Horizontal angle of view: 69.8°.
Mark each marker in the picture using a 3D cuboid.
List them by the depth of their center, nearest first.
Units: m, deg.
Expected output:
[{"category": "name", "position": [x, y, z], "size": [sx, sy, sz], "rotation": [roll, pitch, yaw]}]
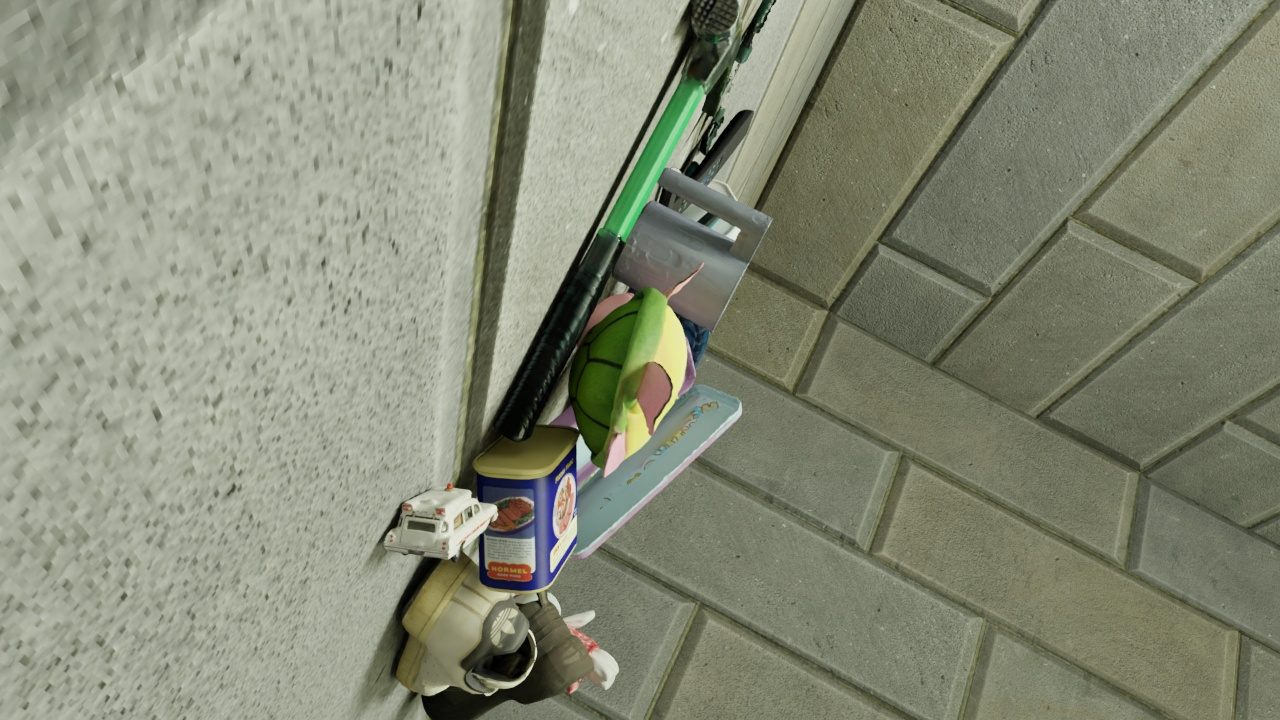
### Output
[{"category": "marker", "position": [0.020, -0.137, 0.863], "size": [0.021, 0.017, 0.124], "rotation": [-26, 160, -20]}]

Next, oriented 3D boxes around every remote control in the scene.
[{"category": "remote control", "position": [0.067, -0.194, 0.912], "size": [0.151, 0.020, 0.041], "rotation": [-53, 172, -24]}]

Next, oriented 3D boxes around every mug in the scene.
[{"category": "mug", "position": [0.045, -0.099, 0.809], "size": [0.083, 0.104, 0.124], "rotation": [-57, 174, -47]}]

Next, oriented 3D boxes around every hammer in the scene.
[{"category": "hammer", "position": [-0.017, -0.087, 0.630], "size": [0.319, 0.032, 0.130], "rotation": [-62, 177, 6]}]

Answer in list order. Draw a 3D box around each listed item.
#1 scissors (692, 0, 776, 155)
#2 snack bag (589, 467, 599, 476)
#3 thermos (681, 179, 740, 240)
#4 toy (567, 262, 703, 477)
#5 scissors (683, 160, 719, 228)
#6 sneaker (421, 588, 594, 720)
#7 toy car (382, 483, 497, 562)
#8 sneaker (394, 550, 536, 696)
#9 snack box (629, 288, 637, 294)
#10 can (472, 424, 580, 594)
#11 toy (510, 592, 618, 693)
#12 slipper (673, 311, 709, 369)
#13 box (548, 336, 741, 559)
[{"category": "scissors", "position": [0.095, -0.281, 0.880], "size": [0.201, 0.015, 0.201], "rotation": [-62, 179, -1]}, {"category": "snack bag", "position": [-0.071, 0.107, 0.985], "size": [0.099, 0.020, 0.026], "rotation": [21, 94, -44]}, {"category": "thermos", "position": [0.081, -0.150, 1.101], "size": [0.099, 0.099, 0.220], "rotation": [-62, 172, -2]}, {"category": "toy", "position": [-0.010, 0.007, 0.706], "size": [0.237, 0.087, 0.190], "rotation": [-92, -159, -67]}, {"category": "scissors", "position": [0.039, -0.140, 0.952], "size": [0.155, 0.019, 0.125], "rotation": [-32, 134, -28]}, {"category": "sneaker", "position": [-0.170, 0.298, 0.978], "size": [0.239, 0.143, 0.100], "rotation": [-27, 174, 33]}, {"category": "toy car", "position": [-0.116, 0.093, 0.552], "size": [0.113, 0.039, 0.039], "rotation": [-29, 125, -85]}, {"category": "sneaker", "position": [-0.135, 0.229, 0.745], "size": [0.088, 0.102, 0.242], "rotation": [-59, 175, -33]}, {"category": "snack box", "position": [-0.006, -0.010, 1.049], "size": [0.056, 0.057, 0.207], "rotation": [-11, 136, -49]}, {"category": "can", "position": [-0.082, 0.107, 0.677], "size": [0.116, 0.056, 0.092], "rotation": [-48, 140, -75]}, {"category": "toy", "position": [-0.112, 0.311, 1.054], "size": [0.159, 0.194, 0.084], "rotation": [-66, 159, 4]}, {"category": "slipper", "position": [-0.006, 0.006, 0.965], "size": [0.254, 0.105, 0.095], "rotation": [116, -6, -46]}, {"category": "box", "position": [-0.009, 0.076, 0.809], "size": [0.213, 0.092, 0.089], "rotation": [-40, 141, -21]}]
